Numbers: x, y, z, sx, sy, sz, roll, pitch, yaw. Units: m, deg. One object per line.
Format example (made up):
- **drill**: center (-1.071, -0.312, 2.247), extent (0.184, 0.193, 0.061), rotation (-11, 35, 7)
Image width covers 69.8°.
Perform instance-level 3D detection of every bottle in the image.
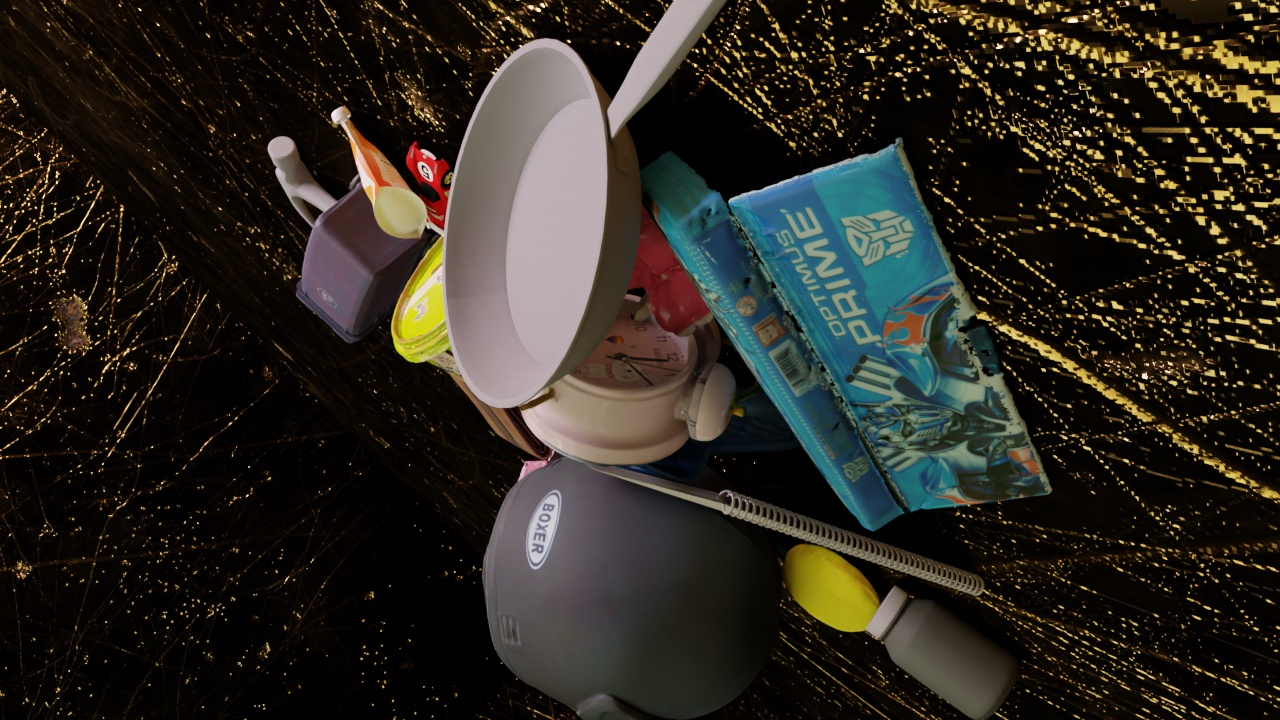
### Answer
- **bottle**: center (0.237, 0.229, 0.725), extent (0.108, 0.060, 0.060), rotation (34, 159, 18)

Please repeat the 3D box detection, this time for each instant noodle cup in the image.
- **instant noodle cup**: center (-0.102, -0.041, 0.677), extent (0.098, 0.146, 0.146), rotation (39, 163, -31)

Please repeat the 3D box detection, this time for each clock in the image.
- **clock**: center (0.001, 0.008, 0.591), extent (0.158, 0.116, 0.059), rotation (2, 130, -9)

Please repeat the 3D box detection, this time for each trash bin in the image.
- **trash bin**: center (-0.266, -0.094, 0.883), extent (0.094, 0.092, 0.161), rotation (43, 149, -5)

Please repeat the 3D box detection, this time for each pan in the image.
- **pan**: center (-0.021, -0.102, 0.452), extent (0.050, 0.200, 0.358), rotation (5, 156, -33)

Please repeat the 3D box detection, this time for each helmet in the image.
- **helmet**: center (0.011, 0.216, 0.847), extent (0.236, 0.248, 0.316), rotation (3, 149, 17)

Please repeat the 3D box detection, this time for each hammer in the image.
- **hammer**: center (-0.265, -0.112, 0.974), extent (0.311, 0.029, 0.125), rotation (37, 159, 8)

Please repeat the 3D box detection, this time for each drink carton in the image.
- **drink carton**: center (-0.219, -0.157, 0.763), extent (0.122, 0.039, 0.069), rotation (54, 177, 36)

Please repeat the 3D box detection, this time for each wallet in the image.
- **wallet**: center (-0.158, 0.057, 1.028), extent (0.099, 0.026, 0.121), rotation (19, 150, 47)

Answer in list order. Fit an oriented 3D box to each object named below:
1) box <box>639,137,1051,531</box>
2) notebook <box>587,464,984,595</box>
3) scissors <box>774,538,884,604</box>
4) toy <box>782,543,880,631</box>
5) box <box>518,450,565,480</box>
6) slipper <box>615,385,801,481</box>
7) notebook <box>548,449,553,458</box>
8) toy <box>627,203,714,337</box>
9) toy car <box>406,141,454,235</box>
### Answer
- **box**: center (0.099, 0.001, 0.494), extent (0.170, 0.071, 0.243), rotation (13, 146, 52)
- **notebook**: center (0.103, 0.120, 0.665), extent (0.245, 0.013, 0.178), rotation (22, 170, -29)
- **scissors**: center (0.179, 0.206, 0.856), extent (0.125, 0.015, 0.127), rotation (32, 153, 25)
- **toy**: center (0.165, 0.198, 0.798), extent (0.095, 0.041, 0.094), rotation (40, 151, 8)
- **box**: center (-0.085, 0.177, 1.001), extent (0.039, 0.178, 0.233), rotation (8, 140, 17)
- **slipper**: center (0.022, 0.059, 0.675), extent (0.214, 0.059, 0.104), rotation (-6, 150, 32)
- **notebook**: center (-0.121, 0.052, 1.041), extent (0.190, 0.034, 0.215), rotation (23, 153, 40)
- **toy**: center (0.006, -0.062, 0.562), extent (0.102, 0.065, 0.050), rotation (46, -168, -23)
- **toy car**: center (-0.166, -0.136, 0.748), extent (0.038, 0.025, 0.090), rotation (34, 159, 19)
